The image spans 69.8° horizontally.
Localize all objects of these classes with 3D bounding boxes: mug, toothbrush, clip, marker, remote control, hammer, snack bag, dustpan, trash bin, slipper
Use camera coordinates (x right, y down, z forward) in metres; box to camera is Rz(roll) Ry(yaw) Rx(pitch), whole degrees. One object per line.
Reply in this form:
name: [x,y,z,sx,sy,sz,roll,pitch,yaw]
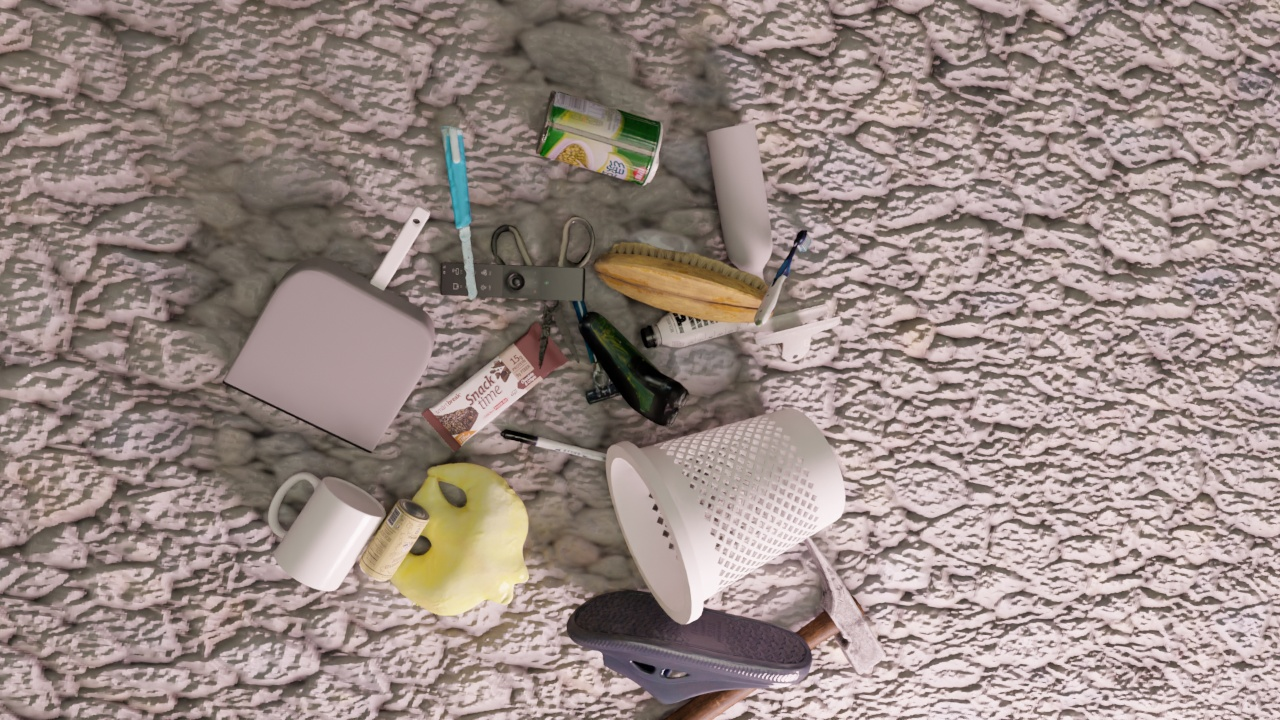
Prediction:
mug: [-0.333,0.167,0.945,0.110,0.073,0.090,34,90,12]
toothbrush: [0.151,-0.088,0.964,0.016,0.188,0.017,-23,113,38]
clip: [0.172,-0.031,1.035,0.102,0.052,0.057,-13,72,-9]
marker: [-0.080,0.097,1.010,0.152,0.011,0.011,15,95,-13]
remote control: [-0.133,-0.082,0.955,0.150,0.013,0.034,2,98,1]
hammer: [0.114,0.338,1.072,0.300,0.037,0.218,-33,103,-4]
snack bag: [-0.155,0.028,0.983,0.158,0.013,0.057,-38,102,-4]
dustpan: [-0.279,-0.043,0.910,0.163,0.033,0.258,30,111,-19]
trash bin: [0.095,0.146,0.974,0.199,0.196,0.195,-20,102,-18]
slipper: [0.050,0.323,1.009,0.268,0.110,0.083,10,107,1]

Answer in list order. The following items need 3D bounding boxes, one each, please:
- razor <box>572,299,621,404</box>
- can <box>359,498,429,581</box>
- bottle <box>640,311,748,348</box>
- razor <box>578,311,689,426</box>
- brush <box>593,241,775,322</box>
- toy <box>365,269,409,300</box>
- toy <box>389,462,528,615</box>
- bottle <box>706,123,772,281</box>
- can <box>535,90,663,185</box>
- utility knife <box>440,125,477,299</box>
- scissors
razor: [-0.055,-0.024,0.992,0.042,0.022,0.144,-17,101,-10]
can: [-0.254,0.186,0.947,0.038,0.038,0.079,32,97,-14]
bottle: [0.058,-0.039,1.002,0.116,0.041,0.041,-16,101,-9]
razor: [-0.006,0.006,0.979,0.151,0.067,0.053,49,55,-20]
brush: [0.047,-0.082,0.968,0.195,0.043,0.059,14,138,5]
toy: [-0.295,-0.052,0.935,0.111,0.030,0.049,-29,88,-1]
toy: [-0.190,0.198,0.976,0.155,0.064,0.170,37,94,4]
bottle: [0.113,-0.152,0.990,0.052,0.052,0.195,-12,101,-10]
can: [-0.041,-0.227,0.941,0.121,0.067,0.067,14,95,-12]
utility knife: [-0.185,-0.151,0.939,0.022,0.015,0.179,-5,92,-12]
scissors: [-0.095,-0.082,0.969,0.157,0.012,0.166,41,93,-4]
